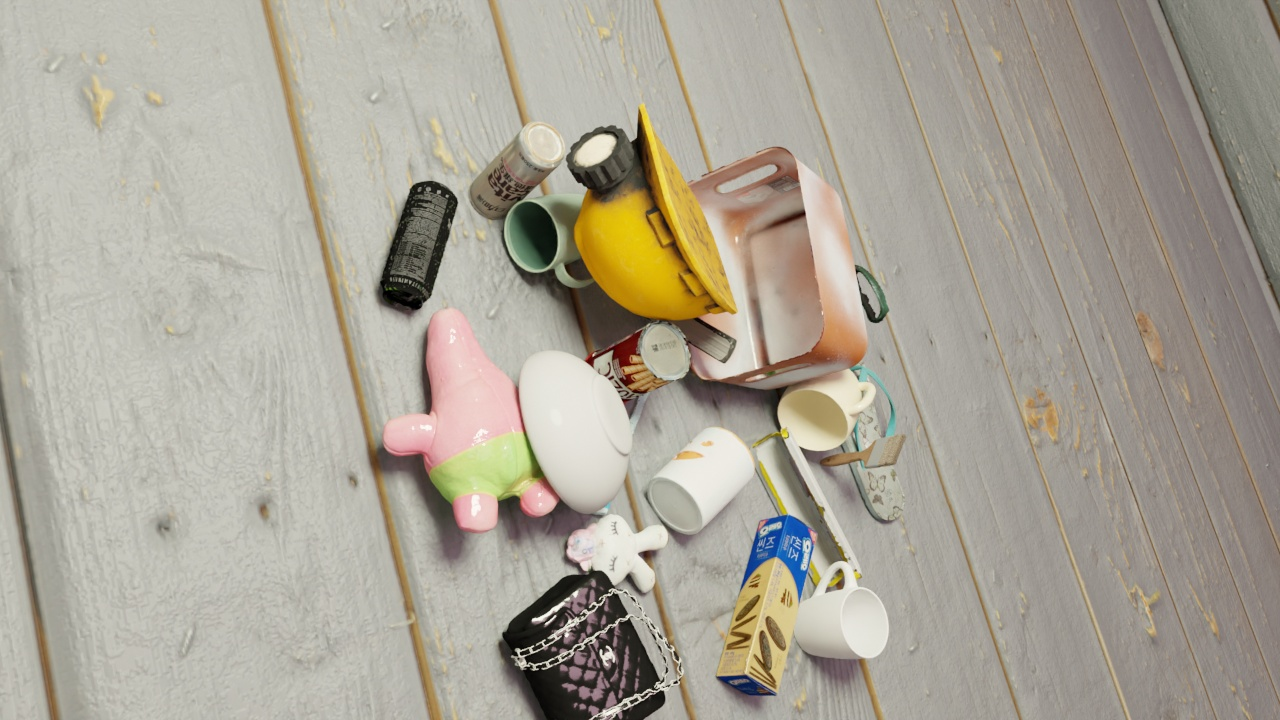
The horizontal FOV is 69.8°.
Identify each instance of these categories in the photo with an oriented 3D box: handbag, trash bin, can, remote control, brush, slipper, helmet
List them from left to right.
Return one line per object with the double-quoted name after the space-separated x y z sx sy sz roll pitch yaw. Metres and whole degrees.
-0.230 -0.122 0.955 0.054 0.054 0.137 24 61 -27 "can"
-0.136 -0.206 1.002 0.054 0.136 0.054 14 65 -32 "can"
-0.048 0.297 0.895 0.124 0.115 0.153 -26 94 -37 "handbag"
0.001 -0.133 0.991 0.255 0.131 0.205 54 17 -45 "helmet"
0.056 -0.040 1.095 0.013 0.136 0.033 14 106 -55 "remote control"
0.163 -0.101 1.138 0.157 0.182 0.259 15 63 -52 "trash bin"
0.280 0.122 1.178 0.008 0.143 0.045 39 63 -17 "brush"
0.314 0.090 1.275 0.098 0.055 0.268 -9 80 -35 "slipper"

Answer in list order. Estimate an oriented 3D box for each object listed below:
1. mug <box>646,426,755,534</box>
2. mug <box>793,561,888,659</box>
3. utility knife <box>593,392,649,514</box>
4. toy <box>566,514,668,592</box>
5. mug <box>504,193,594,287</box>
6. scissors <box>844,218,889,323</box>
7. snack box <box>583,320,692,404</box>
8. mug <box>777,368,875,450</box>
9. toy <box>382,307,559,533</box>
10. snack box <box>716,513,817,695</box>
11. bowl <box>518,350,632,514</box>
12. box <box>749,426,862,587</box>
0.070 0.138 1.059 0.105 0.082 0.082 -38 97 -38 "mug"
0.238 0.304 1.116 0.080 0.088 0.114 9 68 -33 "mug"
-0.023 0.099 1.051 0.022 0.015 0.176 20 57 0 "utility knife"
-0.025 0.207 0.994 0.122 0.038 0.079 15 72 -28 "toy"
-0.083 -0.137 1.049 0.103 0.084 0.111 -24 86 -49 "mug"
0.265 -0.080 1.208 0.015 0.204 0.201 -8 44 -12 "scissors"
-0.006 0.006 1.027 0.072 0.122 0.072 12 67 -32 "snack box"
0.251 0.051 1.199 0.099 0.120 0.096 -47 117 -49 "mug"
-0.167 0.056 0.914 0.191 0.097 0.236 -4 67 -47 "toy"
0.150 0.283 1.080 0.057 0.056 0.206 35 56 -20 "snack box"
-0.054 0.065 0.950 0.176 0.066 0.177 -90 155 -54 "bowl"
0.215 0.186 1.170 0.067 0.070 0.210 -25 88 -60 "box"
